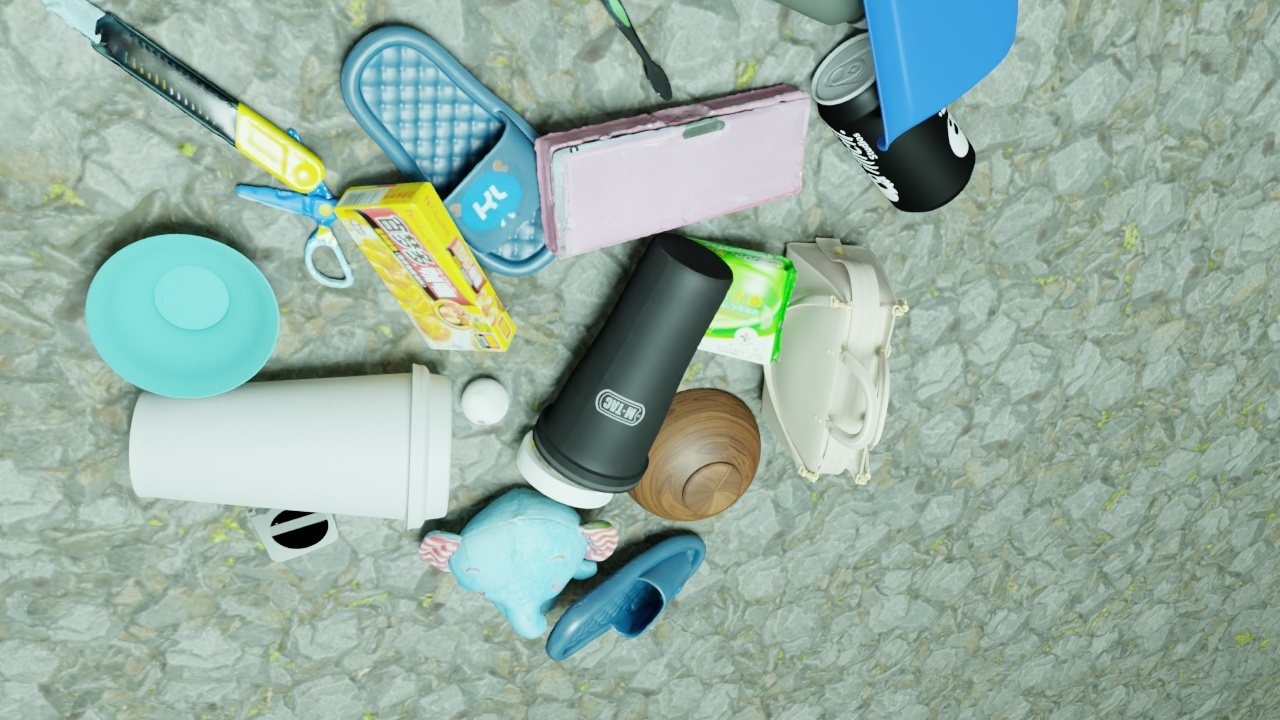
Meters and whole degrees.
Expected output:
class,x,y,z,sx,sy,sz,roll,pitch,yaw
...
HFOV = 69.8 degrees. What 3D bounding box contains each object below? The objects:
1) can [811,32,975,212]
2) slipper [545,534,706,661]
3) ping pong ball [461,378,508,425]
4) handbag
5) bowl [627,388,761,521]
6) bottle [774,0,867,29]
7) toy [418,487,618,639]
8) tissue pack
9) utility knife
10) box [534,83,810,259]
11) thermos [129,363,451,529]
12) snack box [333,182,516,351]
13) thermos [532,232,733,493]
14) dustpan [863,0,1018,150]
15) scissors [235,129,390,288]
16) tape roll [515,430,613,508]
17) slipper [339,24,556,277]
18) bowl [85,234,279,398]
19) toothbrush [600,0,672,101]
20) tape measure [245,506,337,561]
class,x,y,z,sx,sy,sz,roll,pitch,yaw
can,0.209,-0.192,0.754,0.080,0.080,0.146,-46,126,10
slipper,-0.007,0.246,0.922,0.213,0.059,0.104,-21,146,-43
ping pong ball,-0.133,0.035,0.787,0.040,0.040,0.040,-10,123,-16
handbag,0.169,0.013,0.781,0.101,0.197,0.195,2,115,-7
bowl,0.059,0.107,0.890,0.147,0.069,0.147,-10,124,-16
bottle,0.132,-0.285,0.678,0.108,0.060,0.060,13,115,-27
toy,-0.112,0.204,0.868,0.183,0.114,0.181,-4,134,-7
tissue pack,0.072,-0.050,0.790,0.114,0.034,0.100,13,121,11
utility knife,-0.296,-0.177,0.600,0.197,0.020,0.029,37,96,-30
box,0.032,-0.148,0.712,0.232,0.041,0.098,-17,125,-25
thermos,-0.262,0.065,0.711,0.221,0.131,0.132,2,120,-14
snack box,-0.157,-0.066,0.686,0.075,0.025,0.152,2,140,26
thermos,-0.005,0.004,0.768,0.105,0.105,0.219,14,119,-28
dustpan,0.243,-0.305,0.678,0.257,0.059,0.246,-20,106,-22
scissors,-0.233,-0.106,0.678,0.125,0.016,0.125,11,111,-27
tape roll,-0.064,0.095,0.818,0.094,0.094,0.019,15,114,-29
slipper,-0.124,-0.147,0.666,0.104,0.059,0.214,-39,125,2
bowl,-0.324,-0.038,0.658,0.121,0.046,0.121,-8,116,-17
toothbrush,-0.026,-0.266,0.660,0.014,0.017,0.188,-38,123,-1
tape measure,-0.302,0.141,0.801,0.065,0.016,0.064,-17,126,-11
